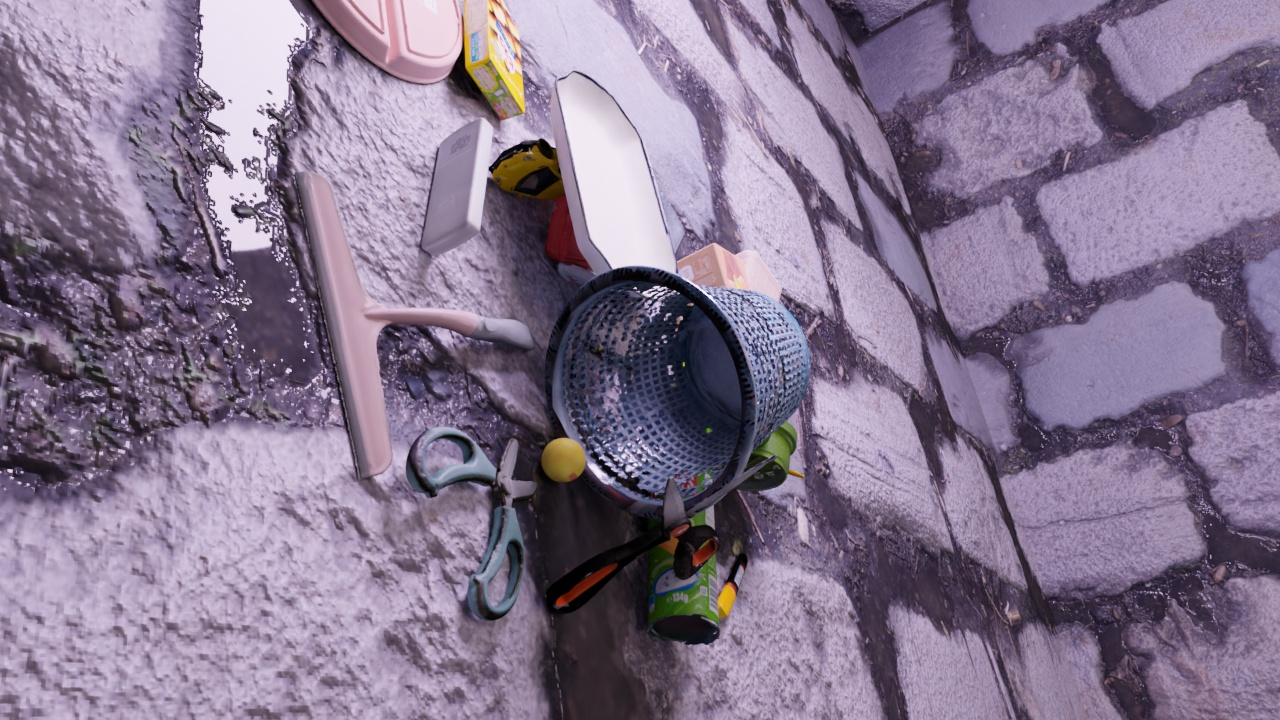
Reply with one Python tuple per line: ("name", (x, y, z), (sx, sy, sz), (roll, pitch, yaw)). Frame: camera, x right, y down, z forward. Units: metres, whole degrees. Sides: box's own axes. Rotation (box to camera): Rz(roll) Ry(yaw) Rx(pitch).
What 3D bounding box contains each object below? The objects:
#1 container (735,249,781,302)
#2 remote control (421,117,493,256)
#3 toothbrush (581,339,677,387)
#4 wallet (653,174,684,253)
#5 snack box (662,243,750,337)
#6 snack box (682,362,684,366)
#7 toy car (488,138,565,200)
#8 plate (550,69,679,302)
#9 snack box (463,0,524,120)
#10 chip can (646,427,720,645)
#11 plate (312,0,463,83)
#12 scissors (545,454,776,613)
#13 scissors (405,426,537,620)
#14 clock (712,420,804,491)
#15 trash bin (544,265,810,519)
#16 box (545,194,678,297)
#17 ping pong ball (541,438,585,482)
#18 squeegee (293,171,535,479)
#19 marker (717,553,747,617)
("container", (0.136, -0.078, 1.276), (0.090, 0.090, 0.110), (51, 34, -26))
("remote control", (-0.166, -0.161, 0.841), (0.021, 0.058, 0.149), (42, 36, -41))
("toothbrush", (-0.006, 0.006, 1.040), (0.185, 0.012, 0.017), (28, 39, -49))
("wallet", (0.018, -0.200, 1.241), (0.121, 0.019, 0.097), (56, 31, -21))
("snack box", (0.086, -0.082, 1.182), (0.077, 0.093, 0.094), (19, 52, -55))
("snack box", (0.095, 0.035, 1.146), (0.156, 0.026, 0.085), (60, 29, -34))
("toy car", (-0.098, -0.198, 0.978), (0.155, 0.071, 0.041), (-3, 69, -59))
("plate", (-0.034, -0.178, 0.955), (0.161, 0.034, 0.265), (15, 56, -55))
("snack box", (-0.160, -0.343, 1.001), (0.087, 0.034, 0.140), (55, 25, -58))
("chip can", (0.042, 0.165, 0.931), (0.072, 0.072, 0.235), (41, 36, -39))
("plate", (-0.254, -0.380, 0.894), (0.229, 0.028, 0.229), (42, 35, -39))
("scissors", (0.024, 0.150, 0.764), (0.021, 0.234, 0.221), (60, 8, 28))
("scissors", (-0.131, 0.107, 0.721), (0.181, 0.019, 0.169), (53, 29, -35))
("clock", (0.116, 0.099, 1.072), (0.161, 0.116, 0.056), (44, 45, -40))
("trash bin", (0.056, 0.016, 0.876), (0.194, 0.227, 0.226), (-14, 81, -53))
("box", (-0.012, -0.120, 1.033), (0.201, 0.100, 0.102), (-1, 106, -61))
("ping pong ball", (-0.070, 0.090, 0.829), (0.040, 0.040, 0.040), (40, 37, -39))
("squeegee", (-0.157, -0.029, 0.775), (0.249, 0.040, 0.247), (7, 62, -60))
("marker", (0.104, 0.252, 1.036), (0.018, 0.015, 0.123), (63, 25, -8))
